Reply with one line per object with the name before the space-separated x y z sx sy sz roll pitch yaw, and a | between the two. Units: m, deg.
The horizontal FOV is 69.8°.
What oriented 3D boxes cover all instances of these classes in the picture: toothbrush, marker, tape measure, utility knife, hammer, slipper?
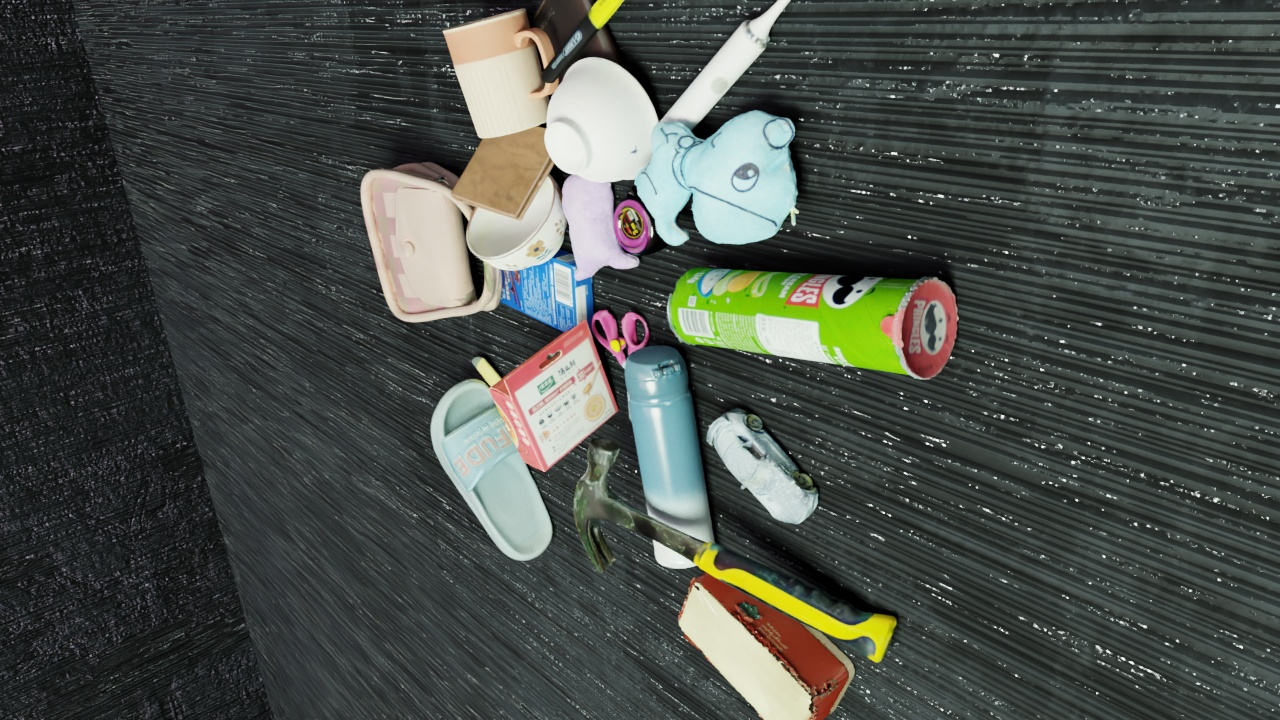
toothbrush | 0.074 -0.237 0.719 0.222 0.026 0.026 -39 55 52
marker | -0.050 -0.294 0.819 0.124 0.015 0.018 -41 74 32
tape measure | 0.005 -0.127 0.849 0.057 0.039 0.058 50 134 19
utility knife | -0.164 0.056 1.168 0.173 0.018 0.031 52 145 21
hammer | 0.075 0.190 0.852 0.323 0.031 0.126 23 112 23
slipper | -0.182 0.141 1.168 0.074 0.103 0.245 -24 93 56

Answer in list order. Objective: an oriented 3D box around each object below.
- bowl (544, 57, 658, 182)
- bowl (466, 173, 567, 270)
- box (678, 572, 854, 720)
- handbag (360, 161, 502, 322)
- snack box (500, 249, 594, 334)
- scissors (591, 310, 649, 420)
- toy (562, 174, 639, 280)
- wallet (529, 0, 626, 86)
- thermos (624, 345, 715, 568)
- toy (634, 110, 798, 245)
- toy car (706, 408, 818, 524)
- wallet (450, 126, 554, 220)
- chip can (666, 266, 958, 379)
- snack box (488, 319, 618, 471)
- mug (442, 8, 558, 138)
bowl | -0.047 -0.205 0.828 0.118 0.064 0.118 28 140 26
bowl | -0.119 -0.139 0.961 0.113 0.113 0.062 24 169 43
box | 0.112 0.282 0.891 0.168 0.079 0.091 41 134 32
handbag | -0.232 -0.134 1.090 0.234 0.093 0.193 16 121 47
snack box | -0.110 -0.088 1.020 0.157 0.026 0.085 26 128 42
scissors | -0.005 0.007 0.952 0.096 0.017 0.137 -18 98 46
toy | -0.046 -0.136 0.907 0.084 0.038 0.108 -6 99 37
wallet | -0.060 -0.293 0.864 0.097 0.020 0.122 -31 81 53
thermos | 0.029 0.095 0.913 0.070 0.070 0.220 8 113 49
toy | 0.064 -0.145 0.751 0.156 0.049 0.162 43 134 18
toy car | 0.110 0.098 0.837 0.120 0.036 0.054 48 139 20
wallet | -0.138 -0.201 0.956 0.115 0.020 0.101 23 82 40
chip can | 0.124 -0.035 0.720 0.236 0.072 0.072 10 115 49
snack box | -0.092 0.032 0.962 0.044 0.113 0.127 23 141 44
mug | -0.126 -0.280 0.893 0.115 0.081 0.106 5 120 38
